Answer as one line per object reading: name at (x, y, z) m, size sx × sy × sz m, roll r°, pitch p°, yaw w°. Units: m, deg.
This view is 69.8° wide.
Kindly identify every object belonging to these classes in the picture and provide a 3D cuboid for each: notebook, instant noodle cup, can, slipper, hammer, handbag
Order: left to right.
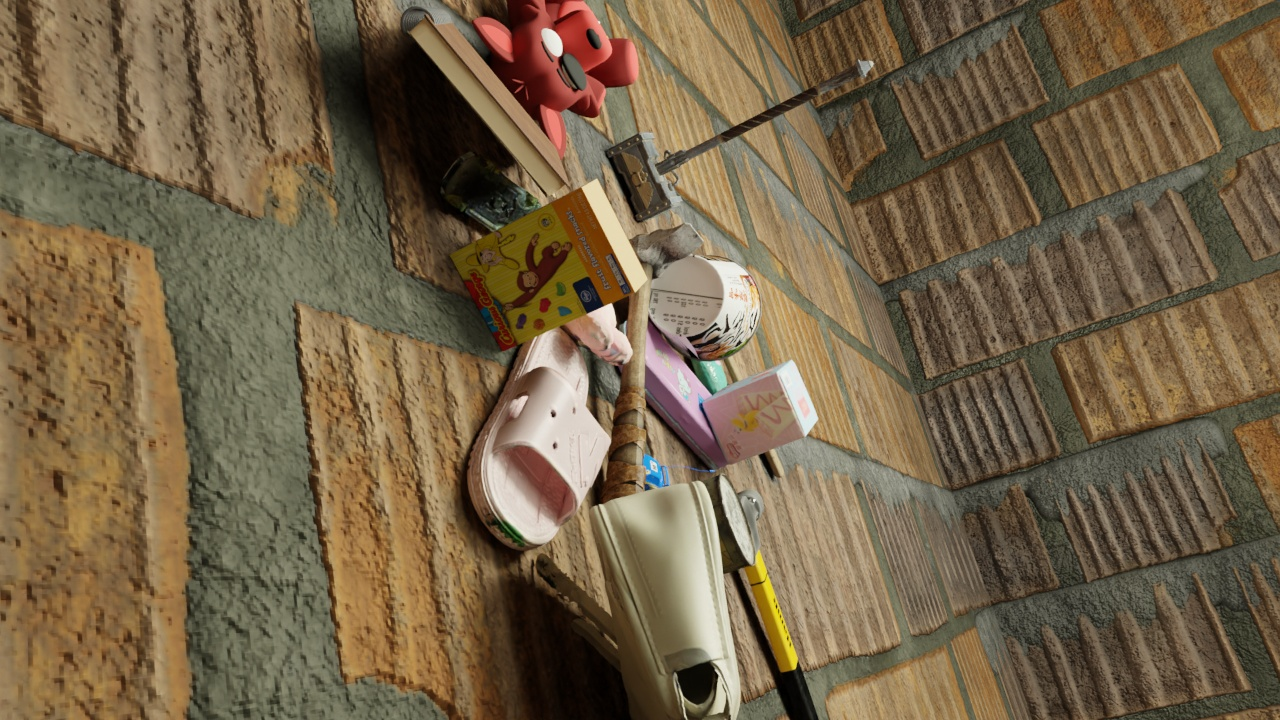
notebook at (-0.126, -0.221, 0.764) m, size 0.167 × 0.024 × 0.225 m, roll 49°, pitch 7°, yaw -21°
slipper at (-0.065, 0.049, 0.717) m, size 0.094 × 0.064 × 0.238 m, roll 55°, pitch 24°, yaw -27°
hammer at (-0.005, 0.005, 0.861) m, size 0.049 × 0.122 × 0.318 m, roll 44°, pitch 40°, yaw -44°
handbag at (0.008, 0.216, 0.648) m, size 0.229 × 0.132 × 0.183 m, roll 79°, pitch -3°, yaw -46°
instant noodle cup at (0.062, -0.064, 1.001) m, size 0.121 × 0.124 × 0.123 m, roll 11°, pitch 59°, yaw -73°
can at (0.057, 0.160, 0.860) m, size 0.089 × 0.075 × 0.090 m, roll -21°, pitch 90°, yaw -77°
hammer at (0.124, 0.011, 1.194) m, size 0.331 × 0.031 × 0.119 m, roll 62°, pitch 6°, yaw -18°
hammer at (0.120, -0.274, 1.084) m, size 0.098 × 0.323 × 0.044 m, roll 65°, pitch 23°, yaw -5°
hammer at (0.151, 0.305, 0.998) m, size 0.169 × 0.034 × 0.324 m, roll -25°, pitch 95°, yaw -74°

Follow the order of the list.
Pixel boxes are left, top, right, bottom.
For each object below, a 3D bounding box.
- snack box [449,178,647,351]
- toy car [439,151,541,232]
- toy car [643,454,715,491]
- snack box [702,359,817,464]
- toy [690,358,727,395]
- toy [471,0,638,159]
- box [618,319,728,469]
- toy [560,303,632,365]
snack box at (-0.073, -0.074, 0.729) m, size 0.088 × 0.126 × 0.040 m, roll 63°, pitch 23°, yaw -12°
toy car at (-0.127, -0.139, 0.774) m, size 0.033 × 0.048 × 0.105 m, roll 43°, pitch 6°, yaw 33°
toy car at (0.022, 0.099, 0.864) m, size 0.092 × 0.062 × 0.033 m, roll 37°, pitch 37°, yaw -51°
snack box at (0.135, 0.057, 1.026) m, size 0.079 × 0.095 × 0.092 m, roll 67°, pitch 21°, yaw 0°
toy at (0.086, 0.010, 1.134) m, size 0.105 × 0.033 × 0.085 m, roll 67°, pitch 12°, yaw 1°
toy at (-0.086, -0.318, 0.951) m, size 0.158 × 0.121 × 0.196 m, roll 59°, pitch 32°, yaw -27°
box at (0.041, 0.039, 1.002) m, size 0.214 × 0.033 × 0.076 m, roll 48°, pitch 28°, yaw -39°
toy at (-0.048, -0.040, 0.820) m, size 0.105 × 0.053 × 0.108 m, roll 54°, pitch 3°, yaw 33°
